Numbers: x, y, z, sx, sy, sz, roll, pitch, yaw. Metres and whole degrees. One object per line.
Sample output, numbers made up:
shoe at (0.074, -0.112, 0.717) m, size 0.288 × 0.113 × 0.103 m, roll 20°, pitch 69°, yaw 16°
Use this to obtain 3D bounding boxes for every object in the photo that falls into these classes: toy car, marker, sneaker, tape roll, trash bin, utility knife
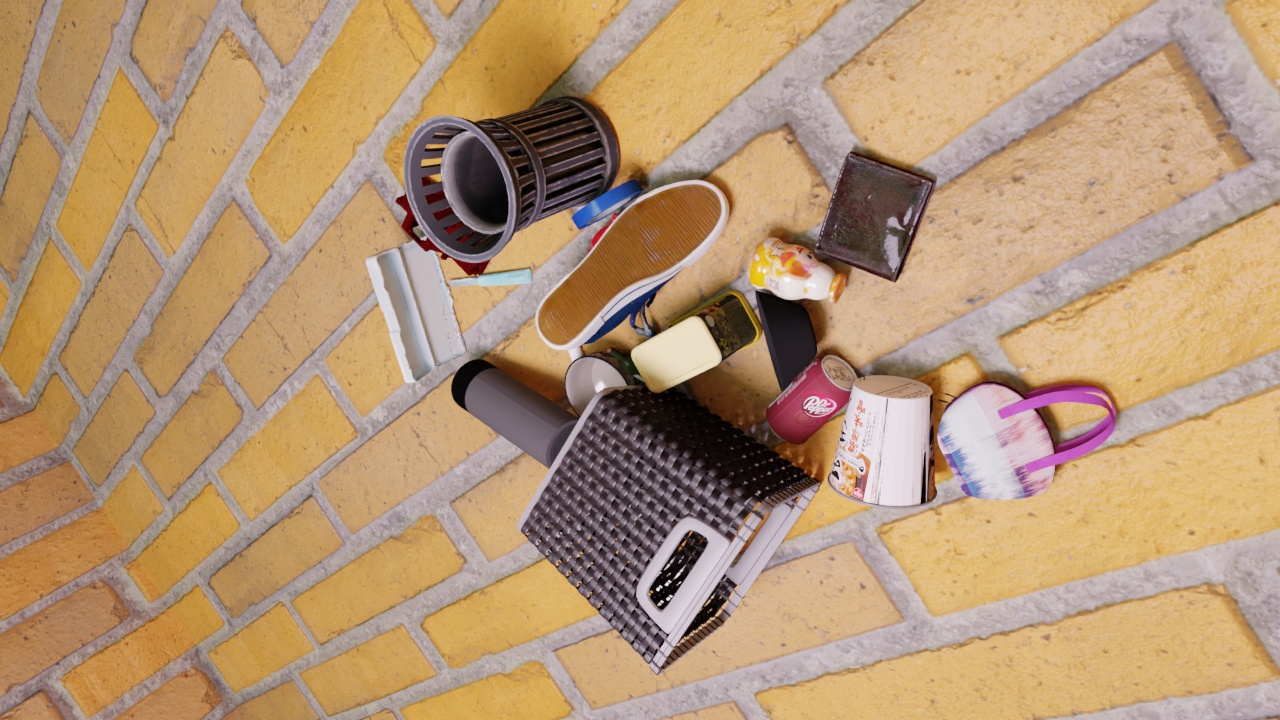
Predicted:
toy car at (-0.293, -0.197, 1.340) m, size 0.170 × 0.061 × 0.070 m, roll 45°, pitch 130°, yaw 8°
marker at (-0.095, -0.016, 1.319) m, size 0.020 × 0.020 × 0.141 m, roll -8°, pitch 107°, yaw 38°
sneaker at (0.006, -0.111, 1.166) m, size 0.295 × 0.127 × 0.120 m, roll -39°, pitch 75°, yaw 24°
tape roll at (-0.042, -0.194, 1.141) m, size 0.091 × 0.092 × 0.016 m, roll -29°, pitch 94°, yaw 25°
trash bin at (-0.143, -0.231, 1.107) m, size 0.164 × 0.226 × 0.164 m, roll 16°, pitch 121°, yaw 29°
utility knife at (-0.227, -0.119, 1.362) m, size 0.169 × 0.015 × 0.022 m, roll -2°, pitch 110°, yaw 34°

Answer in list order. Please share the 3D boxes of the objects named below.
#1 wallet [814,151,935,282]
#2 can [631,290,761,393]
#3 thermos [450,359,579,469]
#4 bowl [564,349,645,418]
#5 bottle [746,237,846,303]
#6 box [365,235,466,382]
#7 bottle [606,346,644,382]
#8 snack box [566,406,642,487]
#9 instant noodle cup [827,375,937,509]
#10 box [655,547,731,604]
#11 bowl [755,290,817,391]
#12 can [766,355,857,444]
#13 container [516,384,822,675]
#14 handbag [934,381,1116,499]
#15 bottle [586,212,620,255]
wallet at (0.253, -0.156, 0.997) m, size 0.099 × 0.031 × 0.120 m, roll 25°, pitch 122°, yaw 20°
can at (0.068, -0.021, 1.143) m, size 0.131 × 0.100 × 0.072 m, roll -28°, pitch 92°, yaw 41°
thermos at (-0.179, 0.078, 1.345) m, size 0.241 × 0.082 × 0.082 m, roll 27°, pitch 127°, yaw 41°
bowl at (-0.042, 0.036, 1.280) m, size 0.116 × 0.059 × 0.116 m, roll 16°, pitch 121°, yaw 29°
bottle at (0.179, -0.099, 1.052) m, size 0.109 × 0.062 × 0.063 m, roll 23°, pitch 124°, yaw 25°
box at (-0.338, -0.078, 1.382) m, size 0.043 × 0.135 × 0.197 m, roll -3°, pitch 111°, yaw 30°
bottle at (-0.007, 0.007, 1.224) m, size 0.025 × 0.025 × 0.106 m, roll -17°, pitch 143°, yaw 40°
snack box at (-0.062, 0.134, 1.355) m, size 0.126 × 0.040 × 0.088 m, roll 30°, pitch 126°, yaw 20°
instant noodle cup at (0.281, 0.087, 1.046) m, size 0.124 × 0.123 × 0.122 m, roll 12°, pitch 110°, yaw 31°
box at (0.083, 0.306, 1.307) m, size 0.161 × 0.091 × 0.081 m, roll -36°, pitch 72°, yaw 38°
bowl at (0.176, -0.029, 1.080) m, size 0.052 × 0.124 × 0.124 m, roll -15°, pitch 106°, yaw 5°
can at (0.206, 0.048, 1.106) m, size 0.063 × 0.063 × 0.114 m, roll 45°, pitch 130°, yaw 8°
container at (0.034, 0.189, 1.148) m, size 0.244 × 0.245 × 0.248 m, roll 37°, pitch 105°, yaw 21°
handbag at (0.415, 0.076, 0.980) m, size 0.170 × 0.067 × 0.144 m, roll -24°, pitch 98°, yaw 34°
bottle at (-0.051, -0.134, 1.213) m, size 0.042 × 0.041 × 0.142 m, roll 36°, pitch 128°, yaw 16°
